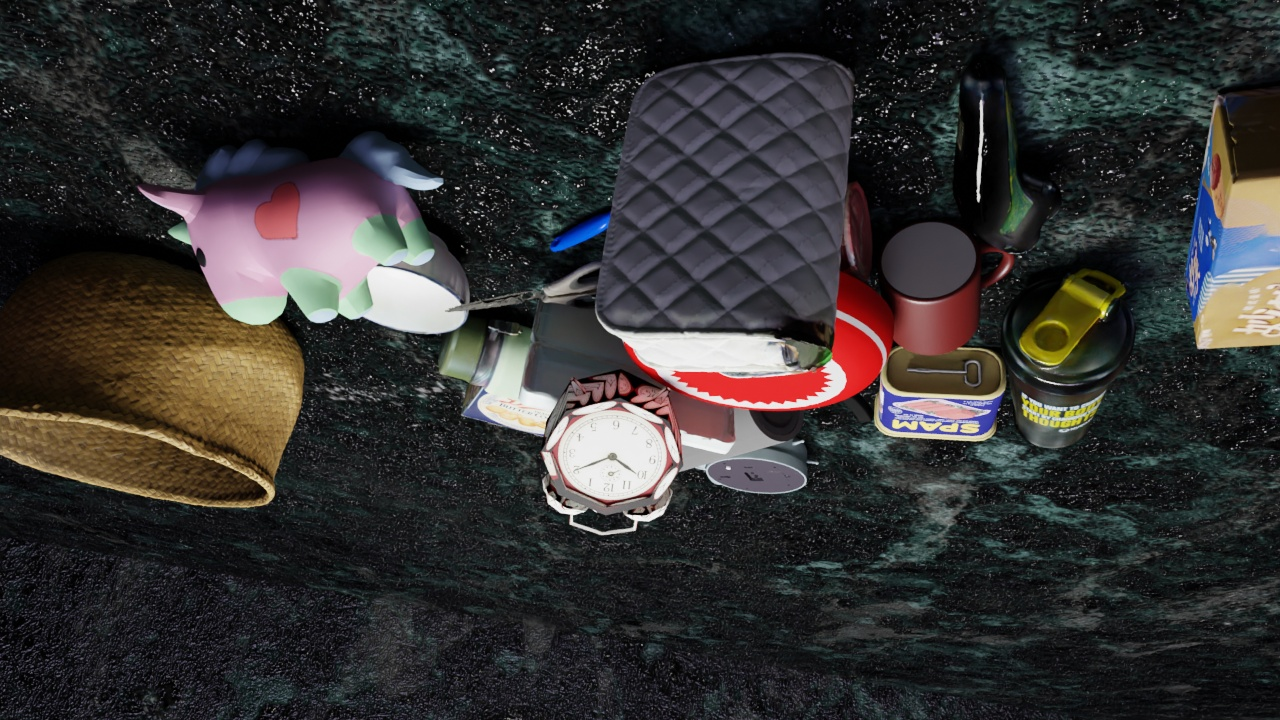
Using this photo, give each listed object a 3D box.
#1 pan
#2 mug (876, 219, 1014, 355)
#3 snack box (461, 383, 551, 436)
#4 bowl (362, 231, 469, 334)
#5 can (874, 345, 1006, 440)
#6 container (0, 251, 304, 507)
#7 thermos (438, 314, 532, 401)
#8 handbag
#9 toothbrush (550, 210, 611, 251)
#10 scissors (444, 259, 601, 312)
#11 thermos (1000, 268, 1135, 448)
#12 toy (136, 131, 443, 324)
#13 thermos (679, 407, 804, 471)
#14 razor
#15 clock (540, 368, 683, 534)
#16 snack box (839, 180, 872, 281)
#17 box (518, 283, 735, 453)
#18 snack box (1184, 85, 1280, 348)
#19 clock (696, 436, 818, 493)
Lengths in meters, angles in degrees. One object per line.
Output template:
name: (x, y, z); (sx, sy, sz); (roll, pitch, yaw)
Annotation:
pan: (0.125, 0.009, 0.761); (0.209, 0.067, 0.356); (-6, 153, 33)
mug: (0.237, -0.062, 0.703); (0.106, 0.073, 0.082); (-26, 147, 5)
snack box: (-0.118, 0.042, 1.051); (0.144, 0.042, 0.145); (17, 154, -17)
bowl: (-0.205, -0.078, 0.812); (0.118, 0.062, 0.118); (7, 155, 3)
can: (0.286, 0.031, 0.880); (0.116, 0.056, 0.092); (2, 152, 14)
container: (-0.526, 0.023, 0.975); (0.307, 0.196, 0.307); (6, 155, 3)
thermos: (-0.089, 0.010, 0.941); (0.231, 0.082, 0.083); (18, 153, -16)
handbag: (0.057, -0.088, 0.560); (0.139, 0.194, 0.072); (1, 160, 24)
toothbrush: (-0.011, -0.116, 0.722); (0.018, 0.016, 0.183); (24, 151, -38)
scissors: (-0.086, -0.052, 0.811); (0.171, 0.012, 0.121); (-23, 156, 10)
thermos: (0.354, 0.006, 0.774); (0.098, 0.098, 0.221); (-1, 156, 21)
toy: (-0.261, -0.114, 0.711); (0.222, 0.171, 0.120); (-36, 175, 17)
thermos: (0.063, 0.074, 1.011); (0.082, 0.082, 0.241); (25, 150, -30)
razor: (0.232, -0.130, 0.586); (0.067, 0.053, 0.151); (-12, 142, 17)
clock: (-0.025, 0.081, 0.771); (0.114, 0.065, 0.155); (6, 119, -3)
snack box: (0.104, -0.088, 0.679); (0.121, 0.072, 0.072); (-3, 152, 26)
box: (-0.006, 0.008, 0.839); (0.197, 0.134, 0.041); (15, 137, -12)
snack box: (0.440, -0.086, 0.573); (0.155, 0.069, 0.203); (-3, 152, 24)
clock: (0.132, 0.124, 1.135); (0.159, 0.045, 0.122); (-3, 152, 25)
